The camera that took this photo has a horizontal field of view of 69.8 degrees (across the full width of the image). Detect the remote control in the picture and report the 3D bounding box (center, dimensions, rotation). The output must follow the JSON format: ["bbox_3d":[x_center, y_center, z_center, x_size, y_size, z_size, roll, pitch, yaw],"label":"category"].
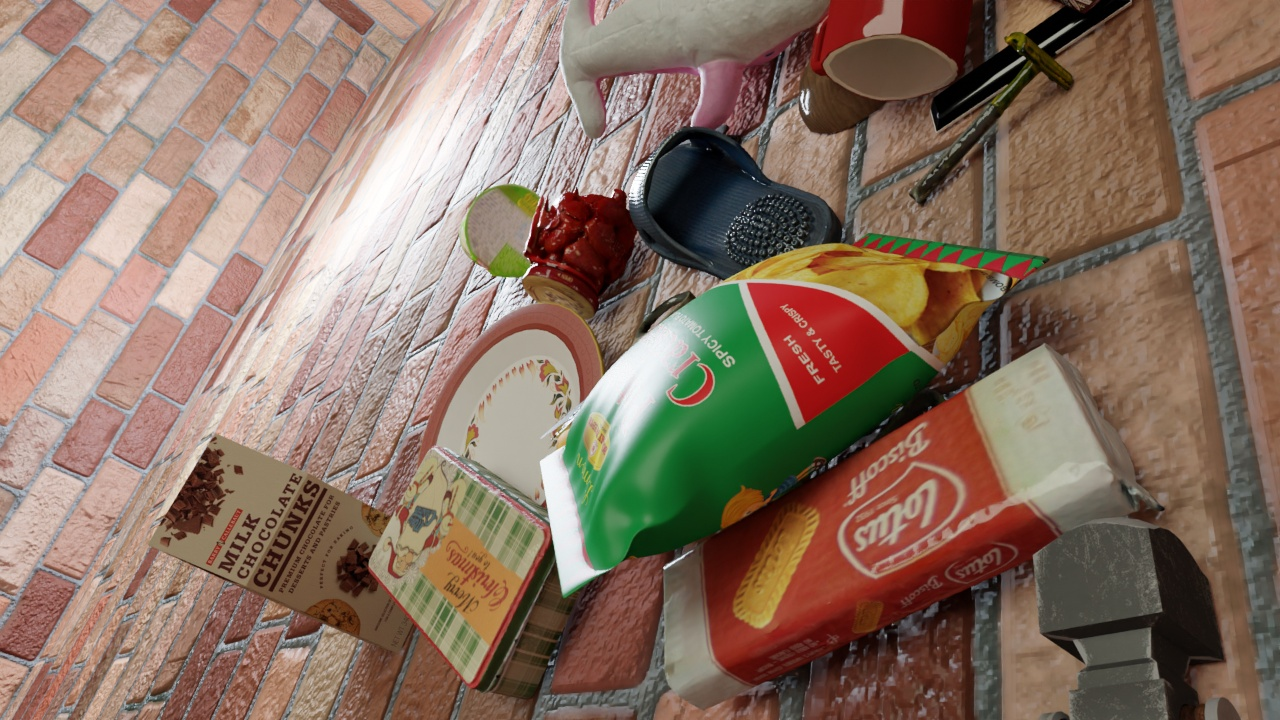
[{"bbox_3d":[0.229,-0.183,0.553,0.124,0.011,0.028,-33,35,34],"label":"remote control"}]

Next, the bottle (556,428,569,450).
[{"bbox_3d":[-0.005,0.042,0.607,0.108,0.063,0.063,-48,29,8],"label":"bottle"}]

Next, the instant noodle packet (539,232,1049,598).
[{"bbox_3d":[0.056,0.010,0.484,0.252,0.090,0.195,-35,14,-1],"label":"instant noodle packet"}]

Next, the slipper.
[{"bbox_3d":[0.043,-0.120,0.679,0.101,0.082,0.263,-53,33,5],"label":"slipper"}]

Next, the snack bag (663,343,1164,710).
[{"bbox_3d":[0.101,0.081,0.411,0.226,0.041,0.077,-38,33,29],"label":"snack bag"}]

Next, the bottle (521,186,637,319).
[{"bbox_3d":[-0.057,-0.103,0.803,0.099,0.099,0.111,-4,56,55],"label":"bottle"}]

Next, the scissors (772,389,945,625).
[{"bbox_3d":[0.092,0.077,0.478,0.171,0.021,0.172,-46,34,10],"label":"scissors"}]

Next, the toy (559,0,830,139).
[{"bbox_3d":[0.053,-0.290,0.821,0.266,0.127,0.186,-4,92,28],"label":"toy"}]

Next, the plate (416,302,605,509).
[{"bbox_3d":[-0.106,0.062,0.745,0.230,0.021,0.229,-24,54,36],"label":"plate"}]

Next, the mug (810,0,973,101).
[{"bbox_3d":[0.160,-0.233,0.609,0.117,0.080,0.096,-2,74,55],"label":"mug"}]

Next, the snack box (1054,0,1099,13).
[{"bbox_3d":[0.253,-0.255,0.558,0.051,0.031,0.140,-41,25,20],"label":"snack box"}]

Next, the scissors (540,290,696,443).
[{"bbox_3d":[-0.010,0.000,0.669,0.170,0.012,0.132,-32,22,10],"label":"scissors"}]

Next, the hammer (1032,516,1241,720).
[{"bbox_3d":[0.072,0.171,0.381,0.323,0.043,0.155,-29,37,42],"label":"hammer"}]

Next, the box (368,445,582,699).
[{"bbox_3d":[-0.119,0.140,0.651,0.206,0.050,0.117,22,87,53],"label":"box"}]

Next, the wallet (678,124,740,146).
[{"bbox_3d":[0.037,-0.175,0.833,0.091,0.018,0.116,-56,26,-2],"label":"wallet"}]

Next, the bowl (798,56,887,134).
[{"bbox_3d":[0.159,-0.225,0.685,0.118,0.030,0.117,-37,33,29],"label":"bowl"}]

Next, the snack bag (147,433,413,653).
[{"bbox_3d":[-0.275,0.150,0.746,0.070,0.206,0.094,-11,50,52],"label":"snack bag"}]

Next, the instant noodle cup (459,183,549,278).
[{"bbox_3d":[-0.155,-0.140,1.012,0.099,0.099,0.108,-58,21,-7],"label":"instant noodle cup"}]

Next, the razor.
[{"bbox_3d":[0.196,-0.134,0.534,0.106,0.042,0.026,-51,29,26],"label":"razor"}]
